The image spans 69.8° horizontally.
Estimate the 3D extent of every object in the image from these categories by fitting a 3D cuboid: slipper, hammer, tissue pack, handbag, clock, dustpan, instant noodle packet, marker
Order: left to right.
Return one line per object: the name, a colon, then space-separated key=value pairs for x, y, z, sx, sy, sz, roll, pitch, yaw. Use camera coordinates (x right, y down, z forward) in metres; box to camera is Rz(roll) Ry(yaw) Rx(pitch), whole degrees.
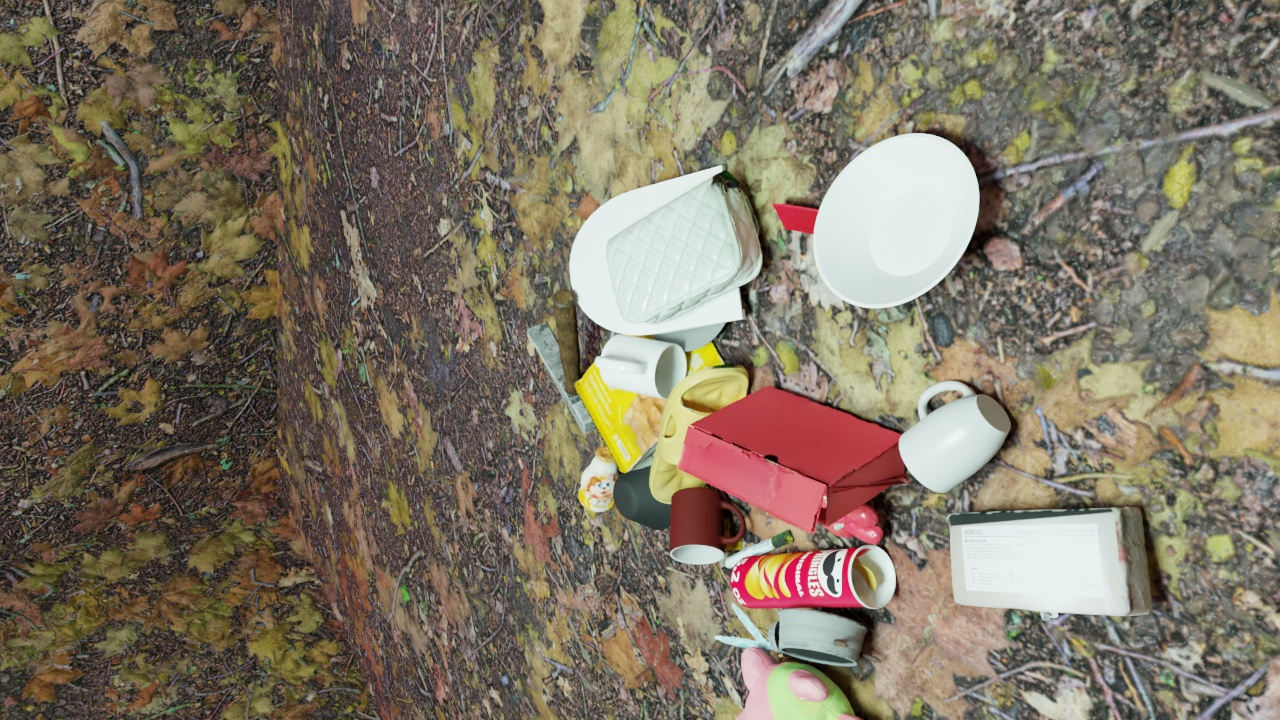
hammer: x=-0.125 y=-0.042 z=1.404 sx=0.217 sy=0.037 sz=0.301 roll=58 pitch=164 yaw=26
dustpan: x=0.023 y=-0.132 z=1.226 sx=0.258 sy=0.053 sz=0.191 roll=-8 pitch=89 yaw=35
instant noodle packet: x=0.026 y=0.029 z=1.286 sx=0.222 sy=0.084 sz=0.163 roll=-46 pitch=61 yaw=34
handbag: x=0.052 y=-0.131 z=1.130 sx=0.195 sy=0.072 sz=0.138 roll=-24 pitch=71 yaw=34
slipper: x=0.073 y=0.114 z=1.205 sx=0.078 sy=0.099 sz=0.264 roll=-102 pitch=21 yaw=-43
marker: x=0.153 y=0.252 z=1.215 sx=0.147 sy=0.017 sz=0.017 roll=-41 pitch=67 yaw=53
clock: x=0.201 y=0.325 z=1.086 sx=0.148 sy=0.104 sz=0.056 roll=-11 pitch=57 yaw=41
tissue pack: x=0.376 y=0.189 z=0.847 sx=0.182 sy=0.071 sz=0.103 roll=-18 pitch=70 yaw=53

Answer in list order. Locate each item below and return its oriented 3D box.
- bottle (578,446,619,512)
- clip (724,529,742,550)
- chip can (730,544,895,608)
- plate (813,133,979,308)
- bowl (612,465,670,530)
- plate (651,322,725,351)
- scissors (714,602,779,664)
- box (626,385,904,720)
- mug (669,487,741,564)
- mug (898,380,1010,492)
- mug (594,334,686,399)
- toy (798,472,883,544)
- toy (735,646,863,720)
bottle: x=-0.062 y=0.188 z=1.461 sx=0.063 sy=0.063 sz=0.109 roll=44 pitch=135 yaw=39
clip: x=0.112 y=0.243 z=1.265 sx=0.046 sy=0.048 sz=0.054 roll=55 pitch=149 yaw=-12
chip can: x=0.200 y=0.264 z=1.106 sx=0.221 sy=0.069 sz=0.069 roll=-24 pitch=81 yaw=55
plate: x=0.251 y=-0.130 z=0.887 sx=0.174 sy=0.036 sz=0.173 roll=-18 pitch=64 yaw=41
bowl: x=-0.006 y=0.205 z=1.395 sx=0.124 sy=0.052 sz=0.124 roll=23 pitch=118 yaw=50
plate: x=0.060 y=-0.101 z=1.217 sx=0.179 sy=0.012 sz=0.178 roll=3 pitch=94 yaw=46
scissors: x=0.180 y=0.373 z=1.177 sx=0.176 sy=0.013 sz=0.170 roll=-29 pitch=99 yaw=40
box: x=0.133 y=0.212 z=1.028 sx=0.213 sy=0.148 sz=0.374 roll=20 pitch=91 yaw=49
mug: x=0.091 y=0.220 z=1.231 sx=0.106 sy=0.073 sz=0.082 roll=-13 pitch=54 yaw=24
mug: x=0.308 y=0.062 z=0.902 sx=0.090 sy=0.071 sz=0.107 roll=-49 pitch=32 yaw=40
mug: x=-0.007 y=0.007 z=1.206 sx=0.091 sy=0.110 sz=0.074 roll=11 pitch=95 yaw=36
toy: x=0.223 y=0.167 z=1.046 sx=0.091 sy=0.045 sz=0.135 roll=51 pitch=165 yaw=-27
toy: x=0.187 y=0.446 z=1.150 sx=0.192 sy=0.096 sz=0.237 roll=48 pitch=140 yaw=5
